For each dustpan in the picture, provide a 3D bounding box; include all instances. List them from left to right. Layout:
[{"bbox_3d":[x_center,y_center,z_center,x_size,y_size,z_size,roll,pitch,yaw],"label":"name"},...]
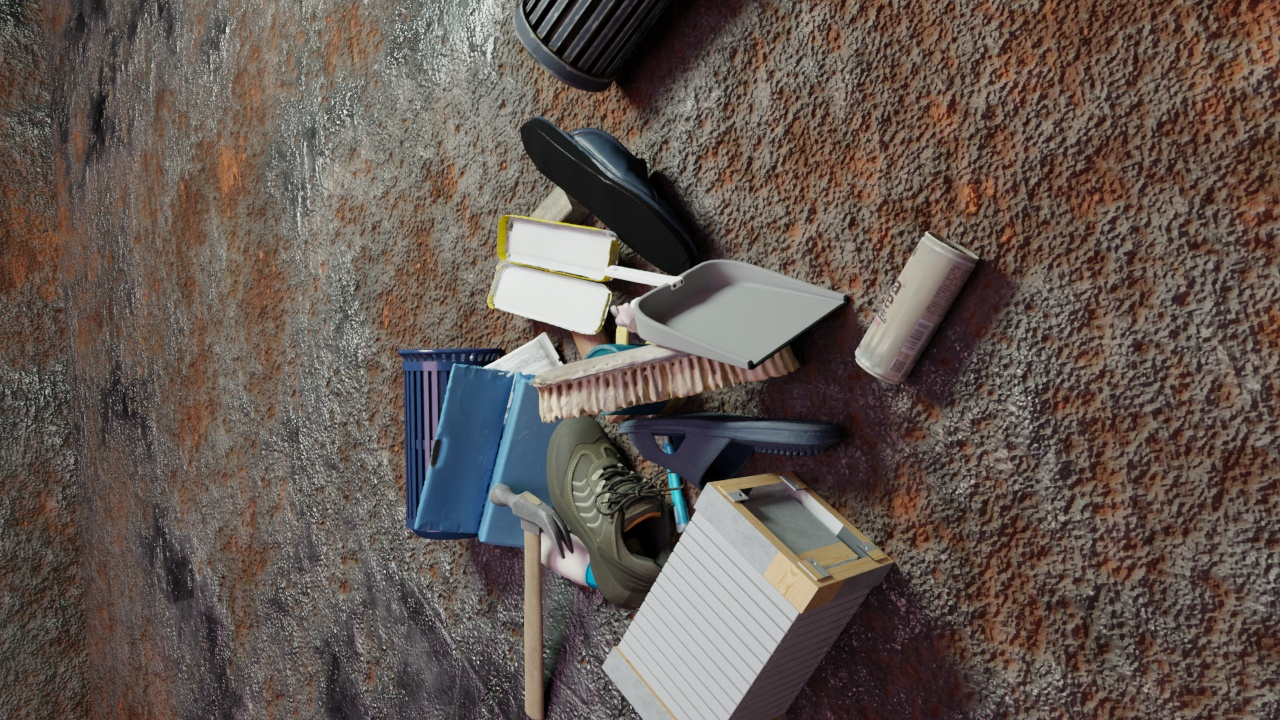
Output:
[{"bbox_3d":[0.059,-0.064,0.946,0.258,0.162,0.033,15,126,42],"label":"dustpan"}]

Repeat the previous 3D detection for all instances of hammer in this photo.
[{"bbox_3d":[-0.138,0.319,1.158,0.119,0.030,0.332,17,114,34],"label":"hammer"},{"bbox_3d":[-0.081,-0.054,1.151,0.158,0.037,0.300,-40,64,34],"label":"hammer"}]

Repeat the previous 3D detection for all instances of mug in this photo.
[{"bbox_3d":[-0.006,0.006,1.039,0.083,0.107,0.113,3,91,44],"label":"mug"}]

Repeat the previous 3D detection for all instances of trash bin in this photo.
[{"bbox_3d":[-0.254,0.109,1.241,0.139,0.139,0.249,0,92,42],"label":"trash bin"},{"bbox_3d":[-0.029,-0.430,1.029,0.228,0.164,0.164,-43,63,37],"label":"trash bin"},{"bbox_3d":[0.103,0.255,0.915,0.142,0.142,0.247,42,116,34],"label":"trash bin"}]

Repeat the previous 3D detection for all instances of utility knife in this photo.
[{"bbox_3d":[0.039,0.140,1.059,0.022,0.015,0.116,141,120,-65],"label":"utility knife"}]

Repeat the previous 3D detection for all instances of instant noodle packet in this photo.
[{"bbox_3d":[-0.161,0.032,1.170,0.087,0.134,0.026,61,172,6],"label":"instant noodle packet"}]

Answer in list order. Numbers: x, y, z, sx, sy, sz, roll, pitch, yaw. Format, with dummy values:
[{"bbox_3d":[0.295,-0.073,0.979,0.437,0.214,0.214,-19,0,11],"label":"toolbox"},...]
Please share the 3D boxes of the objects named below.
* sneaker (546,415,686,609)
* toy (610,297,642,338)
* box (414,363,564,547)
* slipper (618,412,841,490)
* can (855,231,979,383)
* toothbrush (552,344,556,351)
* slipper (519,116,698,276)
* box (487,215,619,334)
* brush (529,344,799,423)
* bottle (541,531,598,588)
[{"bbox_3d":[-0.025,0.156,1.044,0.143,0.100,0.238,-44,66,49],"label":"sneaker"},{"bbox_3d":[0.020,-0.044,1.005,0.076,0.125,0.037,56,134,30],"label":"toy"},{"bbox_3d":[-0.177,0.124,1.153,0.033,0.174,0.232,-130,53,-65],"label":"box"},{"bbox_3d":[0.084,0.098,0.964,0.264,0.101,0.082,-1,89,38],"label":"slipper"},{"bbox_3d":[0.251,-0.047,0.843,0.054,0.054,0.136,41,116,34],"label":"can"},{"bbox_3d":[-0.122,0.062,1.202,0.016,0.016,0.167,5,94,41],"label":"toothbrush"},{"bbox_3d":[-0.020,-0.208,1.059,0.265,0.083,0.109,41,160,17],"label":"slipper"},{"bbox_3d":[-0.113,-0.109,1.135,0.210,0.034,0.129,16,97,40],"label":"box"},{"bbox_3d":[0.025,0.010,0.931,0.083,0.271,0.056,-129,27,-82],"label":"brush"},{"bbox_3d":[-0.069,0.250,1.131,0.146,0.051,0.051,15,100,41],"label":"bottle"}]
